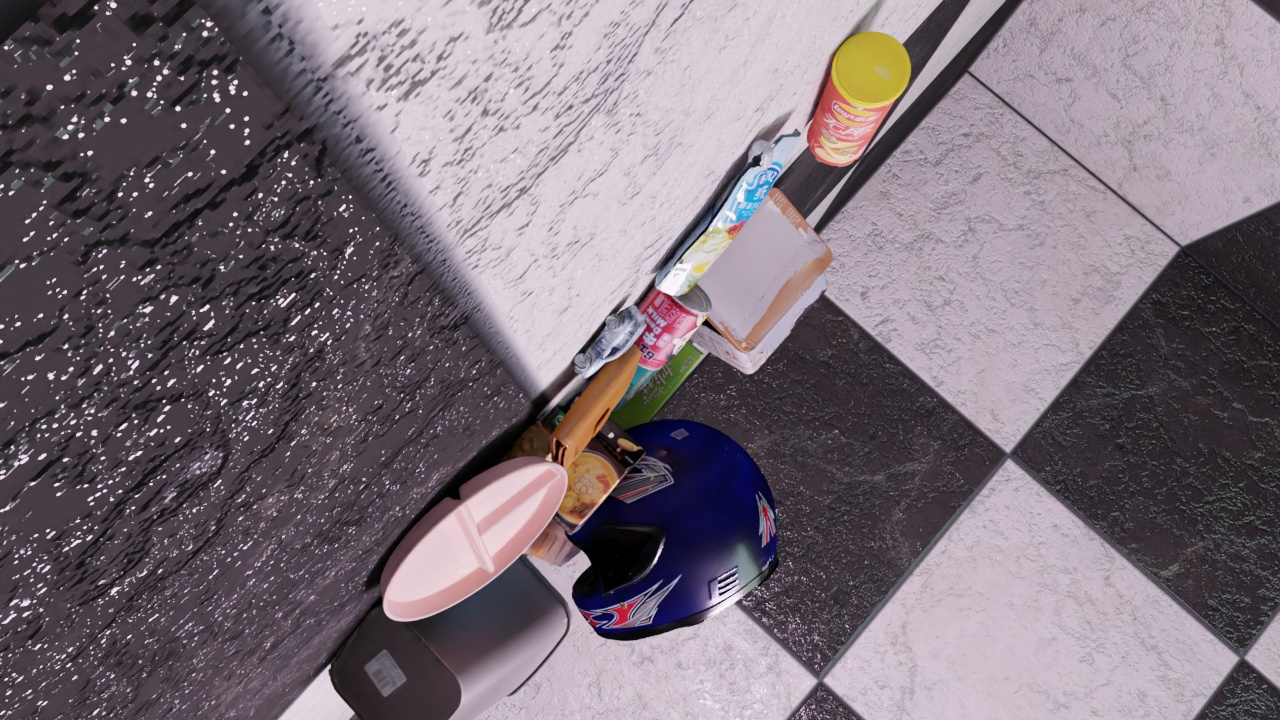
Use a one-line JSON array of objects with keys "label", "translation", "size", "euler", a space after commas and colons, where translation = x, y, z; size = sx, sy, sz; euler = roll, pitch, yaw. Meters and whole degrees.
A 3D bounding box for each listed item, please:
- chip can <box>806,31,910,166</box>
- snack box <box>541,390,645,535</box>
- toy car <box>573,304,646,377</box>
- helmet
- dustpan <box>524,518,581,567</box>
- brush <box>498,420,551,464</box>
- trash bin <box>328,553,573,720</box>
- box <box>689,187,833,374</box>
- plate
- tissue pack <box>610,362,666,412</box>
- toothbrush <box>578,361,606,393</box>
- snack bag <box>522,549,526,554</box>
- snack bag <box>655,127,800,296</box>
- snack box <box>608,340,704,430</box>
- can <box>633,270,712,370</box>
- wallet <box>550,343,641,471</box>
[{"label": "chip can", "translation": [0.219, -0.262, 0.945], "size": [0.073, 0.073, 0.216], "euler": [-48, 175, 1]}, {"label": "snack box", "translation": [-0.078, 0.119, 1.076], "size": [0.126, 0.113, 0.053], "euler": [-50, 173, 7]}, {"label": "toy car", "translation": [-0.031, -0.017, 0.917], "size": [0.091, 0.034, 0.042], "euler": [-48, 178, 18]}, {"label": "helmet", "translation": [0.016, 0.206, 1.194], "size": [0.316, 0.240, 0.246], "euler": [-27, -179, 33]}, {"label": "dustpan", "translation": [-0.054, 0.217, 1.428], "size": [0.273, 0.138, 0.223], "euler": [-64, -158, -12]}, {"label": "brush", "translation": [-0.181, 0.161, 1.000], "size": [0.254, 0.046, 0.083], "euler": [-43, 173, -9]}, {"label": "trash bin", "translation": [-0.239, 0.350, 1.137], "size": [0.199, 0.198, 0.219], "euler": [-52, 166, 22]}, {"label": "box", "translation": [0.133, -0.110, 1.174], "size": [0.182, 0.155, 0.187], "euler": [-47, 138, -13]}, {"label": "plate", "translation": [-0.172, 0.181, 0.950], "size": [0.229, 0.028, 0.230], "euler": [-37, 157, -19]}, {"label": "tissue pack", "translation": [-0.007, 0.007, 1.182], "size": [0.133, 0.050, 0.093], "euler": [-45, 175, -29]}, {"label": "toothbrush", "translation": [-0.034, -0.006, 1.076], "size": [0.189, 0.014, 0.016], "euler": [-51, -173, 31]}, {"label": "snack bag", "translation": [-0.160, 0.199, 1.348], "size": [0.208, 0.073, 0.128], "euler": [-59, 170, 24]}, {"label": "snack bag", "translation": [0.088, -0.148, 0.912], "size": [0.191, 0.039, 0.110], "euler": [-52, 162, 29]}, {"label": "snack box", "translation": [0.013, 0.035, 1.360], "size": [0.157, 0.070, 0.210], "euler": [-50, 179, -3]}, {"label": "can", "translation": [0.025, -0.042, 0.995], "size": [0.094, 0.066, 0.066], "euler": [-51, 174, 29]}, {"label": "wallet", "translation": [-0.049, 0.050, 0.972], "size": [0.131, 0.031, 0.108], "euler": [-51, 171, -22]}]
